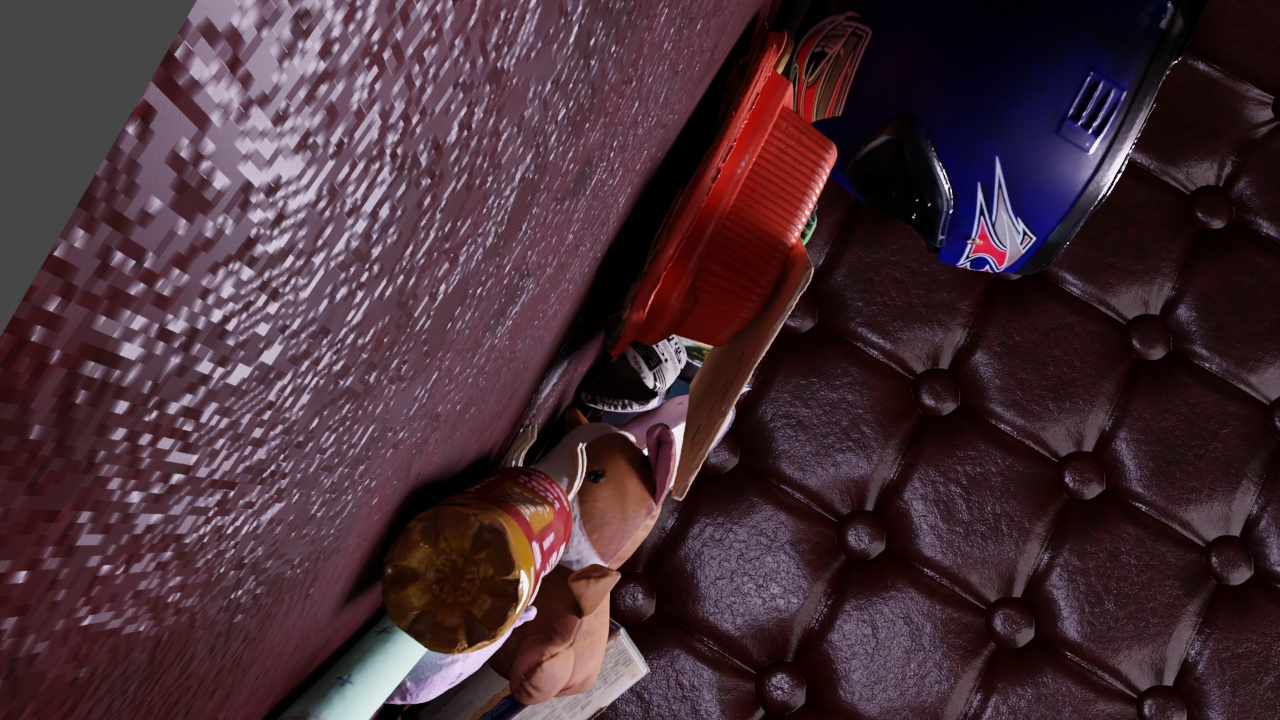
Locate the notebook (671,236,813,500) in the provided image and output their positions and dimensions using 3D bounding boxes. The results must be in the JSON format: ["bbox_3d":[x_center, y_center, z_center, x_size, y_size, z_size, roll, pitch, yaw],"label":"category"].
[{"bbox_3d":[0.063,-0.013,0.576,0.148,0.008,0.207,-61,-178,17],"label":"notebook"}]

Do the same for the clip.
[{"bbox_3d":[-0.051,0.090,0.533,0.035,0.082,0.104,76,17,-85],"label":"clip"}]

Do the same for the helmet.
[{"bbox_3d":[0.230,-0.208,0.666,0.247,0.240,0.316,-61,166,-14],"label":"helmet"}]

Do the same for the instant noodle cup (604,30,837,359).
[{"bbox_3d":[0.050,-0.083,0.556,0.188,0.079,0.165,-64,-178,-10],"label":"instant noodle cup"}]

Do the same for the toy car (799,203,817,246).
[{"bbox_3d":[0.116,-0.105,0.716,0.091,0.036,0.043,-61,178,-46],"label":"toy car"}]

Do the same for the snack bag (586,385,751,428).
[{"bbox_3d":[0.015,0.068,0.881,0.190,0.039,0.111,-10,137,-41],"label":"snack bag"}]

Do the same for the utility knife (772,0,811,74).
[{"bbox_3d":[0.080,-0.180,0.637,0.199,0.021,0.031,-56,-149,32],"label":"utility knife"}]

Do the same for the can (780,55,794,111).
[{"bbox_3d":[0.133,-0.215,0.820,0.058,0.058,0.116,-58,177,-25],"label":"can"}]

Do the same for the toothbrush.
[{"bbox_3d":[-0.110,0.127,0.430,0.224,0.027,0.026,-41,132,-80],"label":"toothbrush"}]

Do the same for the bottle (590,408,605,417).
[{"bbox_3d":[-0.025,0.085,1.060,0.065,0.065,0.219,-59,177,-7],"label":"bottle"}]

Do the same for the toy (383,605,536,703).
[{"bbox_3d":[-0.110,0.156,0.496,0.084,0.039,0.108,-19,178,9],"label":"toy"}]

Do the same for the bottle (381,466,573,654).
[{"bbox_3d":[-0.066,0.083,0.429,0.057,0.057,0.175,-60,177,2],"label":"bottle"}]

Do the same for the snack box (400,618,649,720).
[{"bbox_3d":[-0.100,0.265,0.728,0.177,0.046,0.183,-35,-174,-16],"label":"snack box"}]

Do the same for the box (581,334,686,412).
[{"bbox_3d":[-0.007,0.010,0.756,0.087,0.076,0.162,-40,-176,12],"label":"box"}]

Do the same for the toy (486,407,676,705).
[{"bbox_3d":[-0.055,0.124,0.631,0.130,0.140,0.199,45,68,-44],"label":"toy"}]

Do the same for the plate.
[{"bbox_3d":[-0.004,0.089,0.788,0.192,0.039,0.193,-35,161,-14],"label":"plate"}]

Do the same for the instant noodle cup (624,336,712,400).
[{"bbox_3d":[0.034,-0.001,0.932,0.121,0.111,0.111,-52,-177,43],"label":"instant noodle cup"}]
